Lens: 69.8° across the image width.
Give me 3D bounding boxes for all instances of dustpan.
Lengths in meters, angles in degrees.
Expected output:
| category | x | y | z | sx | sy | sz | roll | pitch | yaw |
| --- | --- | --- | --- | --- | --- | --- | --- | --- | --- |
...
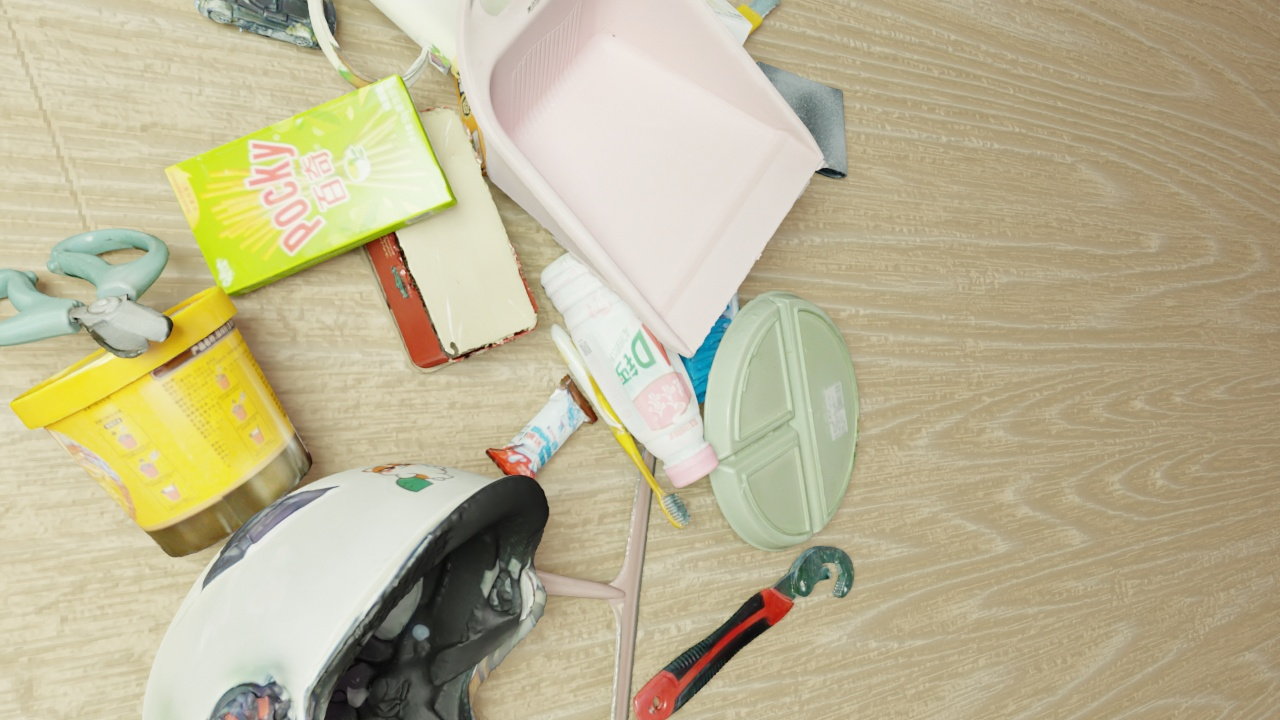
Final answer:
| category | x | y | z | sx | sy | sz | roll | pitch | yaw |
| --- | --- | --- | --- | --- | --- | --- | --- | --- | --- |
| dustpan | 0.002 | -0.170 | 0.639 | 0.273 | 0.139 | 0.222 | 32 | 68 | -1 |

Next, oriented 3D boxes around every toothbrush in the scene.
| category | x | y | z | sx | sy | sz | roll | pitch | yaw |
| --- | --- | --- | --- | --- | --- | --- | --- | --- | --- |
| toothbrush | -0.016 | 0.051 | 0.721 | 0.016 | 0.018 | 0.191 | -34 | 92 | -45 |

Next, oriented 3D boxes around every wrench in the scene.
| category | x | y | z | sx | sy | sz | roll | pitch | yaw |
| --- | --- | --- | --- | --- | --- | --- | --- | --- | --- |
| wrench | 0.096 | 0.228 | 0.787 | 0.272 | 0.016 | 0.056 | -22 | 94 | -37 |

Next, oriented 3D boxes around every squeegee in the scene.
| category | x | y | z | sx | sy | sz | roll | pitch | yaw |
| --- | --- | --- | --- | --- | --- | --- | --- | --- | --- |
| squeegee | -0.089 | 0.157 | 0.652 | 0.249 | 0.040 | 0.247 | 16 | 72 | -32 |

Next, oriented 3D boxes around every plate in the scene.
| category | x | y | z | sx | sy | sz | roll | pitch | yaw |
| --- | --- | --- | --- | --- | --- | --- | --- | --- | --- |
| plate | 0.133 | 0.053 | 0.805 | 0.229 | 0.028 | 0.230 | -1 | 91 | -48 |

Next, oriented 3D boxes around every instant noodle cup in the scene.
| category | x | y | z | sx | sy | sz | roll | pitch | yaw |
| --- | --- | --- | --- | --- | --- | --- | --- | --- | --- |
| instant noodle cup | -0.254 | 0.036 | 0.510 | 0.118 | 0.119 | 0.114 | -43 | 114 | -34 |

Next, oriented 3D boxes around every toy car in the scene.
| category | x | y | z | sx | sy | sz | roll | pitch | yaw |
| --- | --- | --- | --- | --- | --- | --- | --- | --- | --- |
| toy car | -0.250 | -0.236 | 0.611 | 0.090 | 0.034 | 0.043 | 7 | 80 | -34 |

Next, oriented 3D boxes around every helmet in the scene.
| category | x | y | z | sx | sy | sz | roll | pitch | yaw |
| --- | --- | --- | --- | --- | --- | --- | --- | --- | --- |
| helmet | -0.168 | 0.167 | 0.497 | 0.229 | 0.157 | 0.274 | -18 | 124 | -68 |

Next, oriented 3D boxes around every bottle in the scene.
| category | x | y | z | sx | sy | sz | roll | pitch | yaw |
| --- | --- | --- | --- | --- | --- | --- | --- | --- | --- |
| bottle | -0.004 | 0.004 | 0.707 | 0.068 | 0.068 | 0.197 | -28 | 90 | -36 |

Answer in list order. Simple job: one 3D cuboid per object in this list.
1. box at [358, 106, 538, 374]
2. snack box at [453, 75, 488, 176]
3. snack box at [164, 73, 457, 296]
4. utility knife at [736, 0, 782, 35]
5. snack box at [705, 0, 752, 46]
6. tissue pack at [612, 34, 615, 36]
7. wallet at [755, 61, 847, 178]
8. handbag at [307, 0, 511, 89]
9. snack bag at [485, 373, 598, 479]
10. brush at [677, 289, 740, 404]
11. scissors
| category | x | y | z | sx | sy | sz | roll | pitch | yaw |
| --- | --- | --- | --- | --- | --- | --- | --- | --- | --- |
| box | -0.138 | -0.084 | 0.636 | 0.091 | 0.080 | 0.168 | -25 | 97 | -36 |
| snack box | -0.107 | -0.222 | 0.717 | 0.075 | 0.026 | 0.153 | -10 | 87 | -36 |
| snack box | -0.203 | -0.108 | 0.573 | 0.156 | 0.026 | 0.086 | -22 | 95 | 0 |
| utility knife | 0.081 | -0.304 | 0.874 | 0.033 | 0.015 | 0.194 | 52 | 60 | -16 |
| snack box | 0.021 | -0.315 | 0.772 | 0.084 | 0.027 | 0.156 | 1 | 42 | -36 |
| tissue pack | 0.008 | -0.231 | 0.777 | 0.090 | 0.063 | 0.140 | 12 | 75 | -25 |
| wallet | 0.161 | -0.241 | 0.924 | 0.120 | 0.019 | 0.097 | 7 | 75 | -34 |
| handbag | -0.167 | -0.264 | 0.634 | 0.163 | 0.063 | 0.178 | 41 | 62 | -14 |
| snack bag | -0.072 | 0.056 | 0.688 | 0.103 | 0.026 | 0.048 | -43 | 103 | -36 |
| brush | 0.053 | -0.111 | 0.798 | 0.109 | 0.061 | 0.314 | 4 | 78 | -41 |
| scissors | -0.275 | -0.041 | 0.486 | 0.131 | 0.186 | 0.019 | -57 | 147 | -47 |
